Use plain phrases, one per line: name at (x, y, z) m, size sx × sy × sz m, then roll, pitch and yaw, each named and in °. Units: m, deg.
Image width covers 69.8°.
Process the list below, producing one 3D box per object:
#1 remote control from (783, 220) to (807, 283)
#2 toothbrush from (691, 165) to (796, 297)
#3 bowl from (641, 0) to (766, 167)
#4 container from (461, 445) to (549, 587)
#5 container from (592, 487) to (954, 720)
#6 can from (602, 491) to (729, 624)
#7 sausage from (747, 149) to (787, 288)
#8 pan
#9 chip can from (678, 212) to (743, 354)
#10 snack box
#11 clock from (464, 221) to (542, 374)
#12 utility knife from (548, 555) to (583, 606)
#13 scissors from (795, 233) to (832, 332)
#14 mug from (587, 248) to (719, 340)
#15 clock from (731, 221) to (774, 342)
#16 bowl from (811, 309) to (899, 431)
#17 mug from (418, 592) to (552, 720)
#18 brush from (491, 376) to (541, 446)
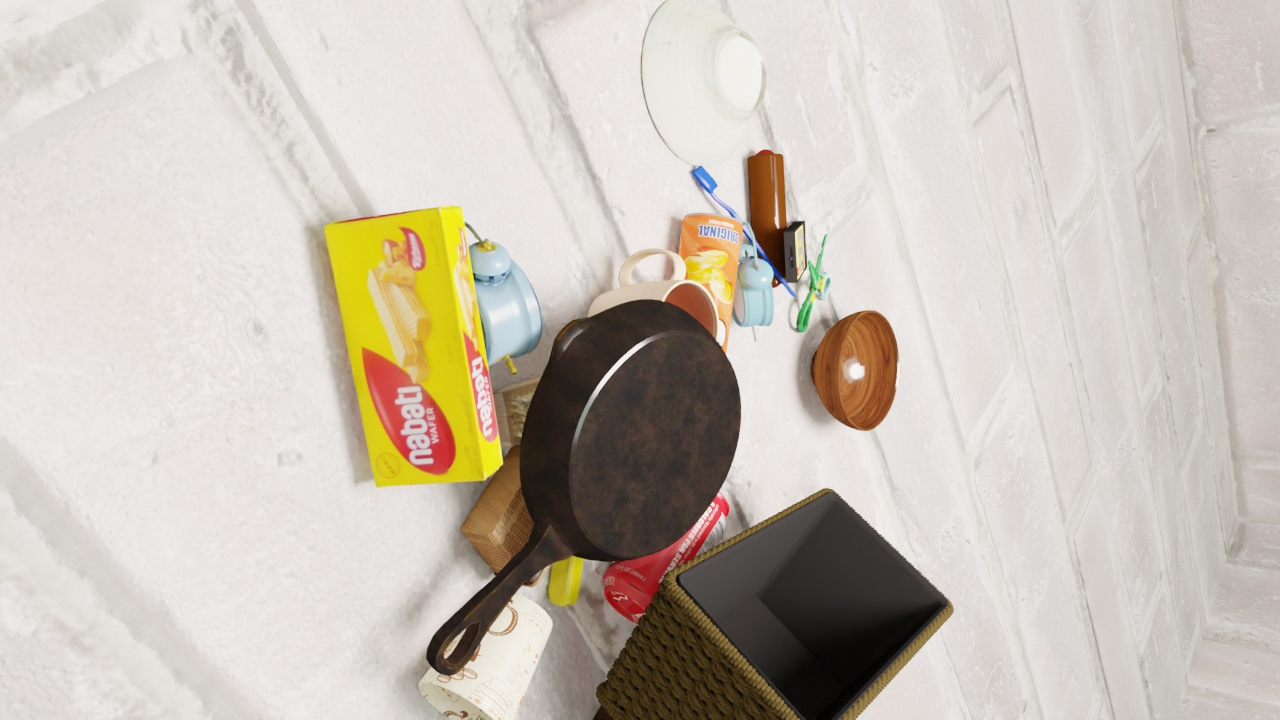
remote control at (0.177, -0.125, 1.040) m, size 0.133 × 0.013 × 0.058 m, roll -45°, pitch 131°, yaw -70°
toothbrush at (0.117, -0.138, 0.994) m, size 0.011 × 0.016 × 0.187 m, roll -44°, pitch 113°, yaw -2°
bowl at (0.082, -0.291, 0.945) m, size 0.176 × 0.058 × 0.176 m, roll -3°, pitch 94°, yaw -46°
container at (-0.098, 0.126, 0.782) m, size 0.061 × 0.063 × 0.113 m, roll 46°, pitch 60°, yaw -29°
container at (0.119, 0.284, 0.869) m, size 0.320 × 0.176 × 0.205 m, roll -11°, pitch 140°, yaw -53°
can at (0.026, 0.187, 0.902) m, size 0.142 × 0.075 × 0.074 m, roll -52°, pitch 126°, yaw -31°
sausage at (0.145, -0.159, 1.033) m, size 0.040 × 0.040 × 0.155 m, roll -13°, pitch 102°, yaw -45°
pan at (-0.035, 0.110, 0.740) m, size 0.355 × 0.043 × 0.249 m, roll -48°, pitch 131°, yaw -21°
chip can at (0.060, -0.040, 0.933) m, size 0.062 × 0.062 × 0.210 m, roll 13°, pitch 83°, yaw -46°
snack box at (-0.164, -0.008, 0.675) m, size 0.042 × 0.092 × 0.201 m, roll -46°, pitch 130°, yaw -73°
clock at (-0.126, -0.051, 0.720) m, size 0.051 × 0.089 × 0.124 m, roll -26°, pitch 113°, yaw -36°
utility knife at (-0.059, 0.139, 0.844) m, size 0.020 × 0.029 × 0.171 m, roll 14°, pitch 82°, yaw -50°
scissors at (0.213, -0.096, 1.098) m, size 0.119 × 0.012 × 0.129 m, roll -34°, pitch 140°, yaw -53°
mug at (0.007, -0.048, 0.848) m, size 0.085 × 0.104 × 0.111 m, roll 6°, pitch 87°, yaw -47°
clock at (0.118, -0.088, 0.976) m, size 0.042 × 0.087 × 0.123 m, roll -10°, pitch 119°, yaw -8°
bowl at (0.254, 0.011, 1.134) m, size 0.147 × 0.069 × 0.147 m, roll -4°, pitch 96°, yaw -47°
mug at (-0.118, 0.259, 0.769) m, size 0.097 × 0.081 × 0.122 m, roll -57°, pitch 151°, yaw -36°
brush at (-0.076, 0.038, 0.812) m, size 0.116 × 0.039 × 0.049 m, roll -17°, pitch 103°, yaw -46°
